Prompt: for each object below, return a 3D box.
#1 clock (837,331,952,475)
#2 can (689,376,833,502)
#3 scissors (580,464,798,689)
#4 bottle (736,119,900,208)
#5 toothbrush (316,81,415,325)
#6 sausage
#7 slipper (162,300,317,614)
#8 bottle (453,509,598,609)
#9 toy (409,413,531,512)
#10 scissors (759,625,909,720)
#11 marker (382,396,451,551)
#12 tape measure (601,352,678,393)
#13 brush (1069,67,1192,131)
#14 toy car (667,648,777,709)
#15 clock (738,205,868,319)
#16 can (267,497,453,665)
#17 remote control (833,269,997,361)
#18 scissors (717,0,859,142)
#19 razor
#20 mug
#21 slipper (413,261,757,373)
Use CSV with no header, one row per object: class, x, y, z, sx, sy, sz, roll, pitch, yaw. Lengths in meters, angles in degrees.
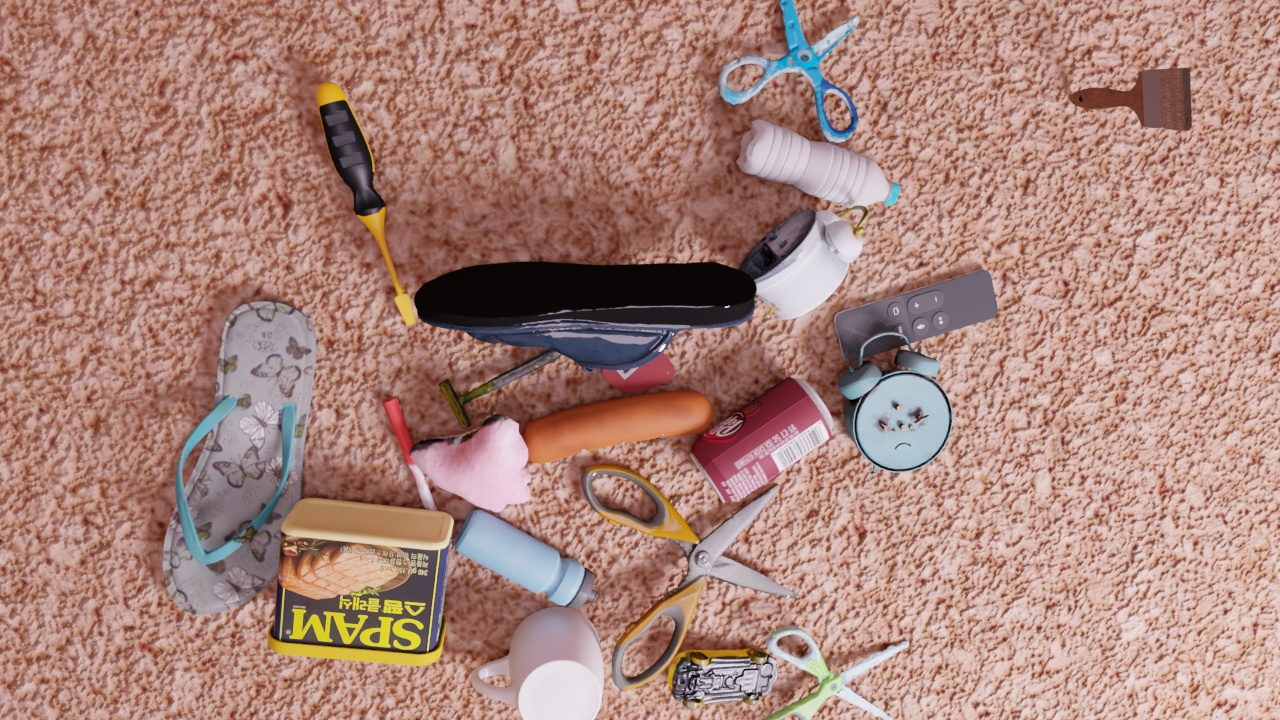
clock,0.217,0.036,0.794,0.090,0.053,0.124,-14,101,-6
can,0.102,0.067,0.777,0.114,0.063,0.063,-34,102,-3
scissors,0.031,0.182,0.798,0.225,0.016,0.229,28,82,-9
bottle,0.149,-0.158,0.759,0.136,0.044,0.044,16,96,-10
toothbrush,-0.214,-0.121,0.726,0.031,0.031,0.197,-19,103,-9
sausage,-0.019,0.053,0.772,0.164,0.039,0.044,-10,139,-6
slipper,-0.315,0.086,0.734,0.098,0.055,0.269,16,95,-12
bottle,-0.093,0.173,0.782,0.130,0.040,0.040,31,94,-11
toy,-0.128,0.088,0.754,0.103,0.050,0.093,-20,126,26
scissors,0.174,0.292,0.838,0.171,0.024,0.166,-27,102,-14
marker,-0.187,0.098,0.772,0.013,0.013,0.142,-19,101,-4
tape measure,-0.005,0.005,0.777,0.051,0.019,0.059,-41,102,0
brush,0.386,-0.210,0.731,0.008,0.143,0.045,-15,109,-4
toy car,0.075,0.283,0.826,0.106,0.030,0.049,7,98,-22
clock,0.136,-0.087,0.748,0.118,0.083,0.057,-41,107,11
can,-0.222,0.177,0.742,0.135,0.075,0.104,7,103,-7
remote control,0.243,-0.040,0.808,0.146,0.008,0.045,-17,101,-5
scissors,0.134,-0.234,0.750,0.134,0.011,0.140,-38,90,-9
razor,-0.111,0.014,0.765,0.106,0.026,0.042,-27,99,-7
mug,-0.087,0.266,0.773,0.114,0.087,0.081,-8,100,-6
slipper,-0.044,-0.025,0.725,0.265,0.108,0.084,0,119,0
